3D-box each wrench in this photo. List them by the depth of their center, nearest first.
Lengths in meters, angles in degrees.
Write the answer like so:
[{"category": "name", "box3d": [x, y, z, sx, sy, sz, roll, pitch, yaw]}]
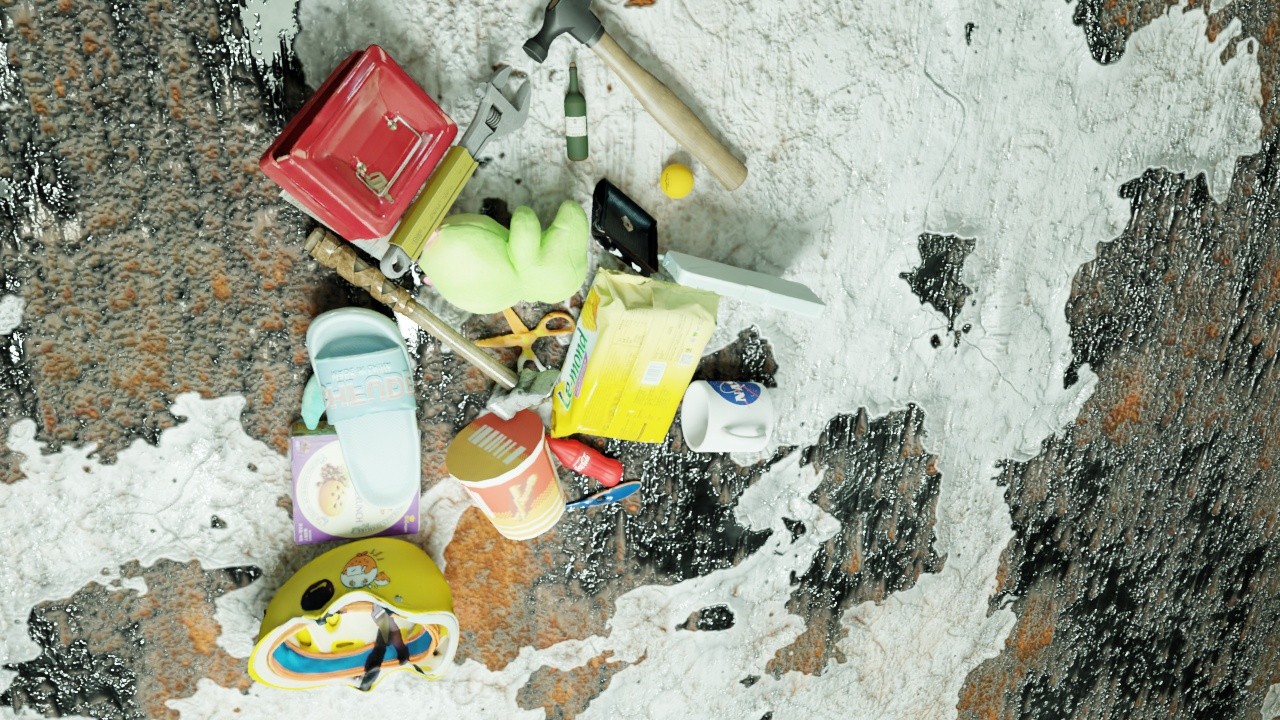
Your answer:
[{"category": "wrench", "box3d": [-0.186, -0.194, 0.937, 0.272, 0.018, 0.084, -63, 153, -20]}]

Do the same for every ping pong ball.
[{"category": "ping pong ball", "box3d": [0.043, -0.211, 1.078, 0.040, 0.040, 0.040, -7, 114, -17]}]

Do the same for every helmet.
[{"category": "helmet", "box3d": [-0.341, 0.296, 1.105, 0.240, 0.139, 0.209, -8, 138, -5]}]

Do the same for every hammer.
[{"category": "hammer", "box3d": [0.020, -0.300, 1.029, 0.305, 0.040, 0.132, 37, 88, -32]}, {"category": "hammer", "box3d": [-0.234, -0.041, 1.031, 0.318, 0.122, 0.048, 38, 58, -20]}]

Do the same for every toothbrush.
[{"category": "toothbrush", "box3d": [-0.061, 0.186, 1.227, 0.135, 0.017, 0.021, -15, 118, -12]}]

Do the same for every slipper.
[{"category": "slipper", "box3d": [-0.295, 0.058, 1.016, 0.104, 0.074, 0.245, -13, 110, -17]}]

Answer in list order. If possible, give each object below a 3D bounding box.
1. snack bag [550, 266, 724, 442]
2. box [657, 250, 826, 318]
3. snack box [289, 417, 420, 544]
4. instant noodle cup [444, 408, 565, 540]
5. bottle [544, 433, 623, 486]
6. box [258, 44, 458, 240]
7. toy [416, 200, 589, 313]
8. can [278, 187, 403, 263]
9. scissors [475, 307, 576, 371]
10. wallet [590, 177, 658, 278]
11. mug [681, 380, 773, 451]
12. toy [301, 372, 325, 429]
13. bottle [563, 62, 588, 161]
[{"category": "snack bag", "box3d": [-0.007, 0.007, 1.112, 0.159, 0.068, 0.248, 6, 126, -23]}, {"category": "box", "box3d": [0.111, -0.098, 1.097, 0.197, 0.134, 0.041, 13, 109, -24]}, {"category": "snack box", "box3d": [-0.339, 0.142, 1.097, 0.148, 0.040, 0.143, -2, 112, -19]}, {"category": "instant noodle cup", "box3d": [-0.156, 0.144, 1.124, 0.123, 0.123, 0.121, -26, 126, -7]}, {"category": "bottle", "box3d": [-0.078, 0.125, 1.183, 0.119, 0.036, 0.036, 30, 100, -27]}, {"category": "box", "box3d": [-0.277, -0.212, 0.911, 0.129, 0.093, 0.157, 43, 63, -30]}, {"category": "toy", "box3d": [-0.148, -0.106, 1.010, 0.196, 0.107, 0.150, -17, 158, -13]}, {"category": "can", "box3d": [-0.308, -0.158, 0.971, 0.135, 0.054, 0.054, 35, 98, -28]}, {"category": "scissors", "box3d": [-0.138, -0.021, 1.114, 0.125, 0.011, 0.128, -7, 114, -17]}, {"category": "wallet", "box3d": [-0.017, -0.150, 1.047, 0.089, 0.114, 0.026, 36, 123, -27]}, {"category": "mug", "box3d": [0.117, 0.079, 1.183, 0.090, 0.121, 0.091, 2, 112, -20]}, {"category": "toy", "box3d": [-0.335, 0.036, 1.054, 0.105, 0.033, 0.085, -3, 102, -18]}, {"category": "bottle", "box3d": [-0.072, -0.276, 1.019, 0.025, 0.025, 0.106, -9, 115, -16]}]
